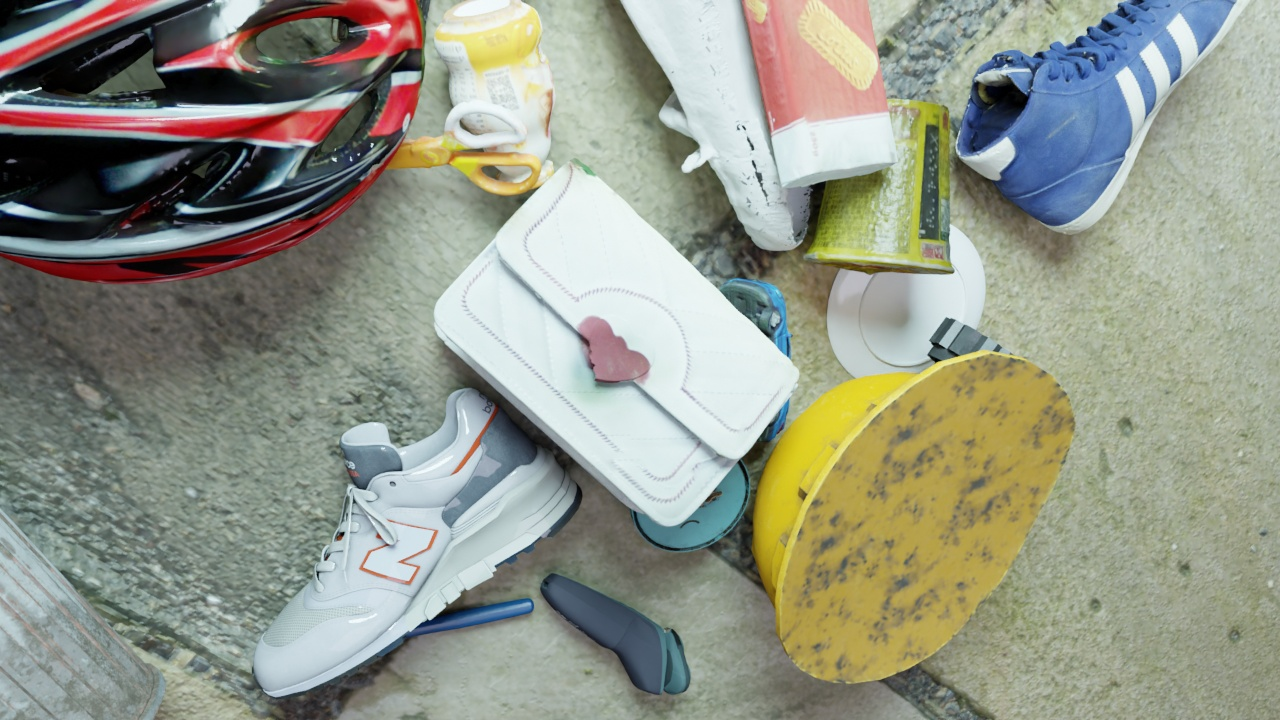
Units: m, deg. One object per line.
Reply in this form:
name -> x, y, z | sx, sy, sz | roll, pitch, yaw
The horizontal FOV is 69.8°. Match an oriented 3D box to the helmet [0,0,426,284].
helmet -> -0.240, -0.142, 0.441 | 0.272, 0.167, 0.218 | -14, 114, -8

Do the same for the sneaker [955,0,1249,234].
sneaker -> 0.305, -0.215, 0.627 | 0.118, 0.091, 0.233 | 20, 110, -19

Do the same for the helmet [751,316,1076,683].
helmet -> 0.167, 0.089, 0.660 | 0.205, 0.131, 0.255 | 31, 97, -33

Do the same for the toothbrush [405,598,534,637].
toothbrush -> -0.160, 0.193, 0.663 | 0.167, 0.014, 0.014 | -7, 76, -17

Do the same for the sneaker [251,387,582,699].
sneaker -> -0.166, 0.104, 0.601 | 0.239, 0.089, 0.124 | -31, 110, -14

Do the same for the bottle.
bottle -> -0.080, -0.156, 0.544 | 0.063, 0.063, 0.109 | -19, 127, -10

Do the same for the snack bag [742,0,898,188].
snack bag -> 0.097, -0.219, 0.544 | 0.077, 0.041, 0.225 | -14, 96, -29

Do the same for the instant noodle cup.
instant noodle cup -> 0.165, -0.114, 0.616 | 0.102, 0.102, 0.108 | 5, 94, -18

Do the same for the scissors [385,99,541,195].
scissors -> -0.123, -0.125, 0.535 | 0.130, 0.013, 0.070 | 4, 143, 11

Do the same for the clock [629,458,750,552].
clock -> 0.028, 0.077, 0.655 | 0.090, 0.053, 0.124 | -15, 116, -13

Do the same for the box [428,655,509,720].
box -> -0.126, 0.487, 0.889 | 0.171, 0.403, 0.169 | 28, 99, -22

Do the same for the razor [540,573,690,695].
razor -> -0.019, 0.207, 0.697 | 0.143, 0.047, 0.052 | 39, 70, -21

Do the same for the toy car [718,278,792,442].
toy car -> 0.080, -0.002, 0.650 | 0.043, 0.056, 0.120 | -28, 123, -39

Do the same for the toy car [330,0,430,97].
toy car -> -0.147, -0.193, 0.519 | 0.047, 0.047, 0.112 | 14, 108, -4

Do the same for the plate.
plate -> 0.205, -0.040, 0.694 | 0.134, 0.011, 0.135 | -5, 109, -15

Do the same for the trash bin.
trash bin -> -0.393, 0.155, 0.521 | 0.130, 0.131, 0.211 | -30, 115, -5

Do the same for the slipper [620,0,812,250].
slipper -> 0.045, -0.172, 0.566 | 0.112, 0.075, 0.247 | -54, 127, -34

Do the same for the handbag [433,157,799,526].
handbag -> -0.014, -0.009, 0.566 | 0.198, 0.096, 0.142 | 41, 82, -5
